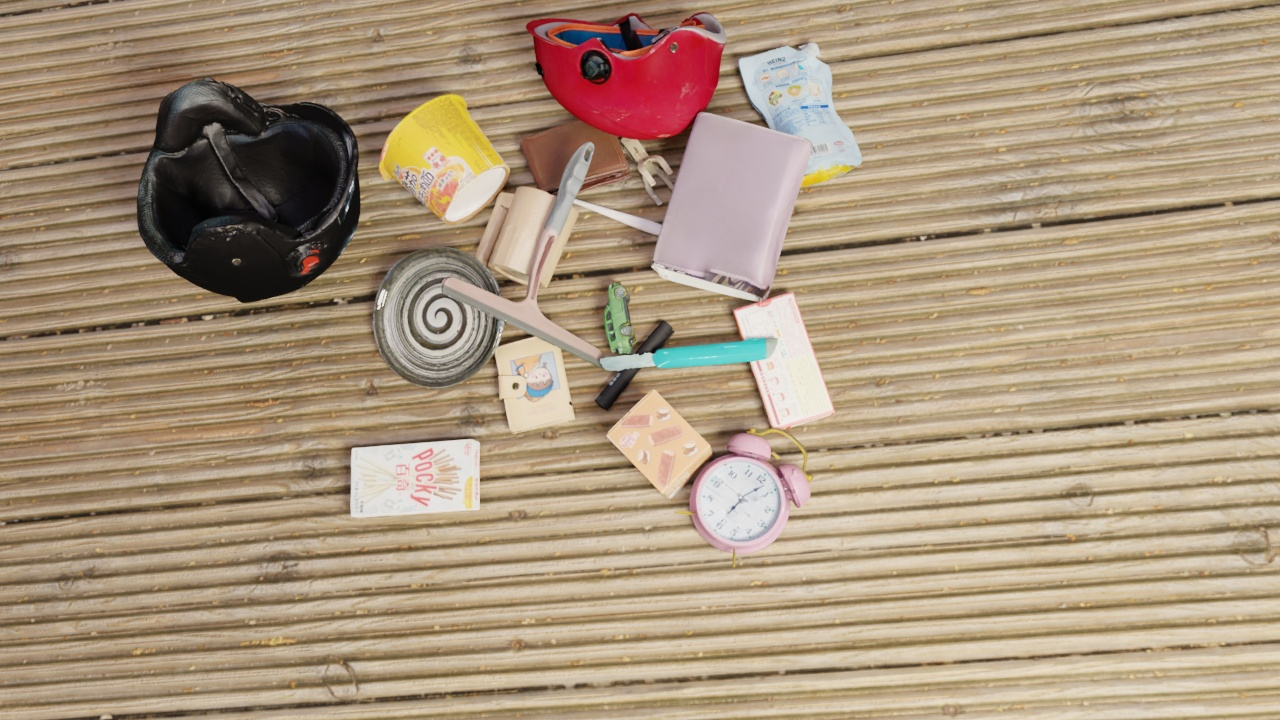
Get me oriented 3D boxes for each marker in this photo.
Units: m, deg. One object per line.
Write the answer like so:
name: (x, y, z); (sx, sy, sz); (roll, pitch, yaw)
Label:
marker: (-0.007, 0.007, 1.126); (0.022, 0.020, 0.132); (40, 84, -3)

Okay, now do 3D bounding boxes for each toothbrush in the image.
toothbrush: (-0.047, -0.193, 1.175); (0.180, 0.016, 0.016); (21, 82, 11)

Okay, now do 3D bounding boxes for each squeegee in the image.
squeegee: (-0.104, -0.146, 1.090); (0.040, 0.247, 0.249); (5, 73, 48)

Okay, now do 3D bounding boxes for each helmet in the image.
helmet: (-0.461, -0.193, 1.118); (0.274, 0.230, 0.233); (-19, 69, -6)
helmet: (-0.017, -0.346, 1.125); (0.240, 0.206, 0.144); (4, 118, 9)

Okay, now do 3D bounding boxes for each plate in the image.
plate: (-0.252, -0.054, 1.155); (0.180, 0.024, 0.179); (-1, 88, 15)

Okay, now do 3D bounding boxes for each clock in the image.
clock: (0.127, 0.149, 1.058); (0.117, 0.060, 0.158); (41, 83, 12)

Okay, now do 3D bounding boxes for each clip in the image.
clip: (0.009, -0.249, 1.156); (0.035, 0.092, 0.103); (-32, 87, -1)

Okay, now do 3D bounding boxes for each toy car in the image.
toy car: (-0.026, -0.052, 1.128); (0.036, 0.043, 0.091); (-7, 77, 6)

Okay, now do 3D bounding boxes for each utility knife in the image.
utility knife: (0.057, -0.006, 1.102); (0.217, 0.013, 0.029); (-5, 81, 9)

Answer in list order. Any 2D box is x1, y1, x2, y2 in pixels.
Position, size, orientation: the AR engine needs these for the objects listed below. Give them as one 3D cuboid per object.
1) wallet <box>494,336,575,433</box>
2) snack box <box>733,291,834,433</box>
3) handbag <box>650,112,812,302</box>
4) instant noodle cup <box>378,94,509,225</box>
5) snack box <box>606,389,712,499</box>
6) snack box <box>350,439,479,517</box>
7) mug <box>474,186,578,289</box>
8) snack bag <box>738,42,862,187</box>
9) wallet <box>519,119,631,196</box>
wallet: (-0.134, 0.029, 1.135); (0.087, 0.024, 0.115); (-12, 78, -1)
snack box: (0.171, 0.002, 1.101); (0.077, 0.027, 0.155); (-17, 76, 3)
handbag: (0.111, -0.181, 1.103); (0.145, 0.098, 0.197); (17, 88, 17)
instant noodle cup: (-0.240, -0.246, 1.156); (0.138, 0.138, 0.110); (-41, 85, -3)
snack box: (0.024, 0.099, 1.063); (0.077, 0.093, 0.094); (-44, 76, -4)
snack box: (-0.273, 0.143, 1.110); (0.157, 0.027, 0.084); (-5, 77, 9)
mug: (-0.150, -0.156, 1.154); (0.125, 0.084, 0.103); (15, 80, 35)
snack bag: (0.201, -0.315, 1.162); (0.110, 0.039, 0.191); (-18, 74, 8)
wallet: (-0.084, -0.262, 1.179); (0.124, 0.032, 0.101); (-19, 65, -4)
